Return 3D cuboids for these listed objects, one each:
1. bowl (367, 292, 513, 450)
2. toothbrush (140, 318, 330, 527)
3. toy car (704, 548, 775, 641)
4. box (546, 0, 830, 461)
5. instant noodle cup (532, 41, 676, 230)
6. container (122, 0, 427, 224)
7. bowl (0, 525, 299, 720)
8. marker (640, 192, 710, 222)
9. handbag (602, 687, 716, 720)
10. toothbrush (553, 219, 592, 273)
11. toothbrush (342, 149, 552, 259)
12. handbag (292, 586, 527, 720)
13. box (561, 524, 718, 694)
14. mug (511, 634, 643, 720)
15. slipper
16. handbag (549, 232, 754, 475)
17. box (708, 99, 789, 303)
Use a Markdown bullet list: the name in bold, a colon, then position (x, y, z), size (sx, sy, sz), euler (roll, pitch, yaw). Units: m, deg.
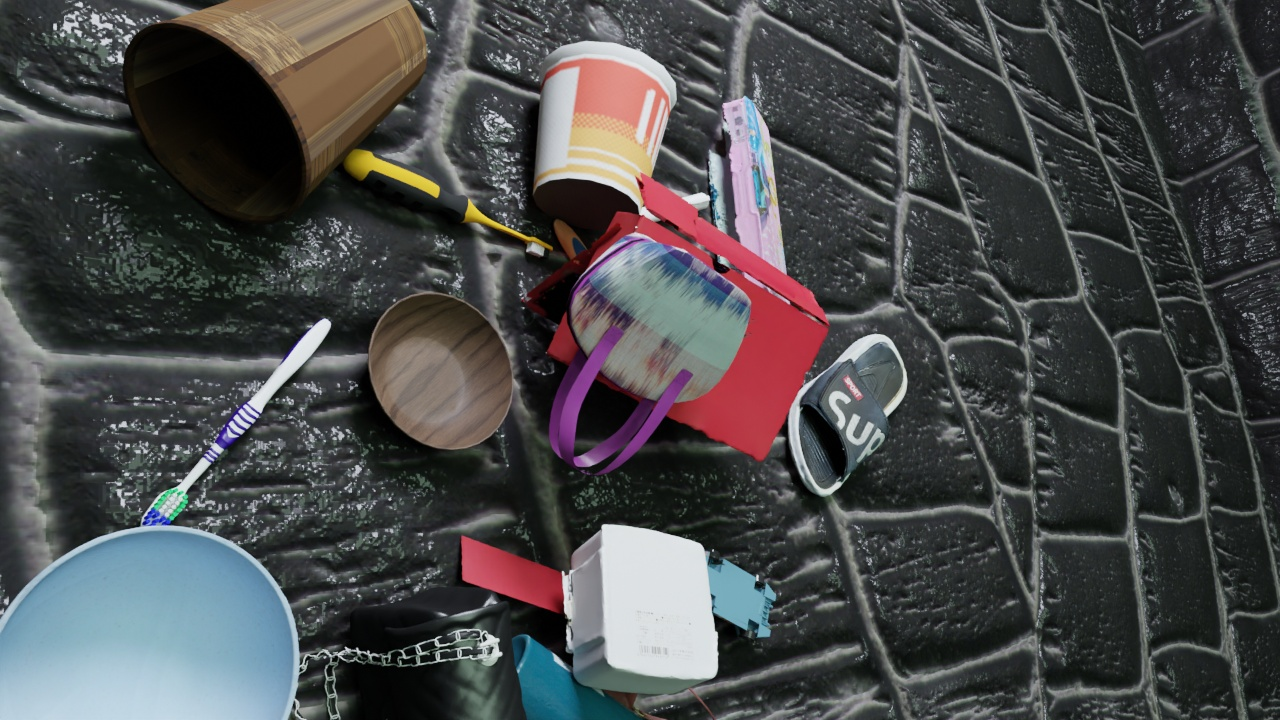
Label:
- **bowl**: position (-0.153, 0.011, 0.682), size (0.119, 0.032, 0.119), euler (17, 64, -38)
- **toothbrush**: position (-0.254, 0.036, 0.591), size (0.015, 0.016, 0.186), euler (45, 50, -21)
- **toy car**: position (0.074, 0.210, 0.822), size (0.107, 0.028, 0.060), euler (35, 54, -29)
- **box**: position (0.058, -0.136, 0.812), size (0.212, 0.128, 0.424), euler (27, 56, -31)
- **instant noodle cup**: position (-0.038, -0.191, 0.810), size (0.123, 0.124, 0.121), euler (22, 68, -36)
- **container**: position (-0.233, -0.193, 0.624), size (0.132, 0.132, 0.166), euler (49, 42, -18)
- **bowl**: position (-0.269, 0.169, 0.487), size (0.150, 0.075, 0.150), euler (17, 63, -38)
- **marker**: position (0.023, -0.149, 0.913), size (0.133, 0.020, 0.017), euler (-23, 95, -45)
- **handbag**: position (0.014, 0.262, 0.722), size (0.119, 0.029, 0.055), euler (35, 85, -15)
- **toothbrush**: position (-0.036, -0.074, 0.836), size (0.135, 0.017, 0.021), euler (50, 44, -14)
- **toothbrush**: position (-0.148, -0.123, 0.741), size (0.196, 0.031, 0.030), euler (21, 70, -41)
- **handbag**: position (-0.131, 0.220, 0.559), size (0.114, 0.125, 0.153), euler (-1, 76, -43)
- **box**: position (-0.013, 0.193, 0.678), size (0.102, 0.102, 0.107), euler (15, 50, -27)
- **mug**: position (-0.057, 0.256, 0.654), size (0.121, 0.078, 0.077), euler (46, 49, -14)
- **slipper**: position (0.244, 0.048, 1.017), size (0.263, 0.063, 0.111), euler (-37, 100, -47)
- **handbag**: position (-0.004, 0.004, 0.657), size (0.144, 0.068, 0.170), euler (31, 91, -30)
- **box**: position (0.112, -0.162, 0.992), size (0.084, 0.063, 0.230), euler (32, 50, -62)
